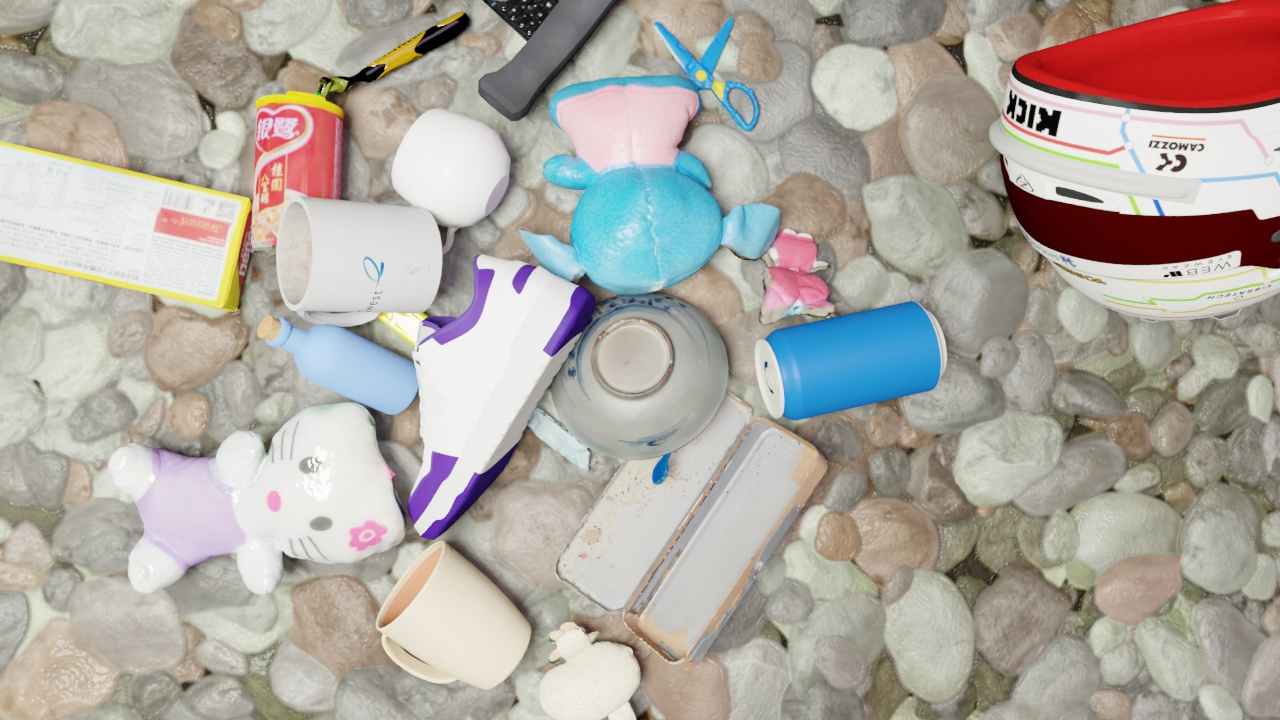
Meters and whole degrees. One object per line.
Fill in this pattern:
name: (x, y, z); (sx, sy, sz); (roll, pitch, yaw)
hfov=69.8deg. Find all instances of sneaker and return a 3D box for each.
sneaker: (-0.142, 0.024, 0.725); (0.111, 0.091, 0.244); (32, 101, 5)

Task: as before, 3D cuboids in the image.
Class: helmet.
helmet: (0.431, -0.146, 0.736); (0.314, 0.231, 0.236); (-17, 125, -11)

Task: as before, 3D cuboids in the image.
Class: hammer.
hammer: (-0.029, -0.330, 0.772); (0.139, 0.035, 0.312); (39, 79, -5)

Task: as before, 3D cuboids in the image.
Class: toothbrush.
toothbrush: (0.038, 0.044, 0.772); (0.021, 0.016, 0.132); (19, 77, 18)

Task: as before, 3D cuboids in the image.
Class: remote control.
remote control: (-0.110, -0.313, 0.785); (0.140, 0.021, 0.045); (43, 79, -1)

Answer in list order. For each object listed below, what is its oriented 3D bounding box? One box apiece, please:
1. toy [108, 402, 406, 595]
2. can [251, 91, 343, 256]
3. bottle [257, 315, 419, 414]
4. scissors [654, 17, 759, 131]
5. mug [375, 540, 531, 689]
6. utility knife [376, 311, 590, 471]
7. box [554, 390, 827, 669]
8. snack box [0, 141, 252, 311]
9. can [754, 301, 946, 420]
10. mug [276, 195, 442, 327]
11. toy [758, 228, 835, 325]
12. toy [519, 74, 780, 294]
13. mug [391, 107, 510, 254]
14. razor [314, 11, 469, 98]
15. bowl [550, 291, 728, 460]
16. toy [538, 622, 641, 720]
toy: (-0.294, 0.111, 0.723); (0.209, 0.085, 0.137); (-9, 92, -5)
can: (-0.276, -0.146, 0.739); (0.066, 0.067, 0.124); (2, 89, -6)
bottle: (-0.236, -0.001, 0.714); (0.131, 0.048, 0.048); (32, 84, -46)
scissors: (0.049, -0.244, 0.807); (0.130, 0.014, 0.125); (-40, 94, -8)
mug: (-0.156, 0.219, 0.744); (0.104, 0.085, 0.112); (41, 113, -15)
utility knife: (-0.132, 0.018, 0.775); (0.233, 0.020, 0.029); (39, 93, -4)
box: (0.042, 0.132, 0.778); (0.157, 0.071, 0.216); (33, 86, 9)
snack box: (-0.418, -0.105, 0.735); (0.200, 0.042, 0.092); (12, 87, -6)
can: (0.178, 0.001, 0.780); (0.146, 0.079, 0.079); (-12, 90, -7)
mug: (-0.222, -0.067, 0.705); (0.096, 0.120, 0.083); (-1, 52, -39)
toy: (0.132, -0.066, 0.794); (0.065, 0.050, 0.102); (4, 52, 1)
toy: (0.009, -0.148, 0.760); (0.224, 0.099, 0.191); (-6, 81, -6)
mug: (-0.156, -0.139, 0.750); (0.076, 0.090, 0.124); (30, 117, 3)
razor: (-0.206, -0.255, 0.767); (0.144, 0.044, 0.021); (-33, 119, -11)
bowl: (-0.004, 0.004, 0.749); (0.151, 0.057, 0.150); (-2, 74, 7)
toy: (-0.043, 0.267, 0.764); (0.087, 0.050, 0.112); (-23, 88, -7)
